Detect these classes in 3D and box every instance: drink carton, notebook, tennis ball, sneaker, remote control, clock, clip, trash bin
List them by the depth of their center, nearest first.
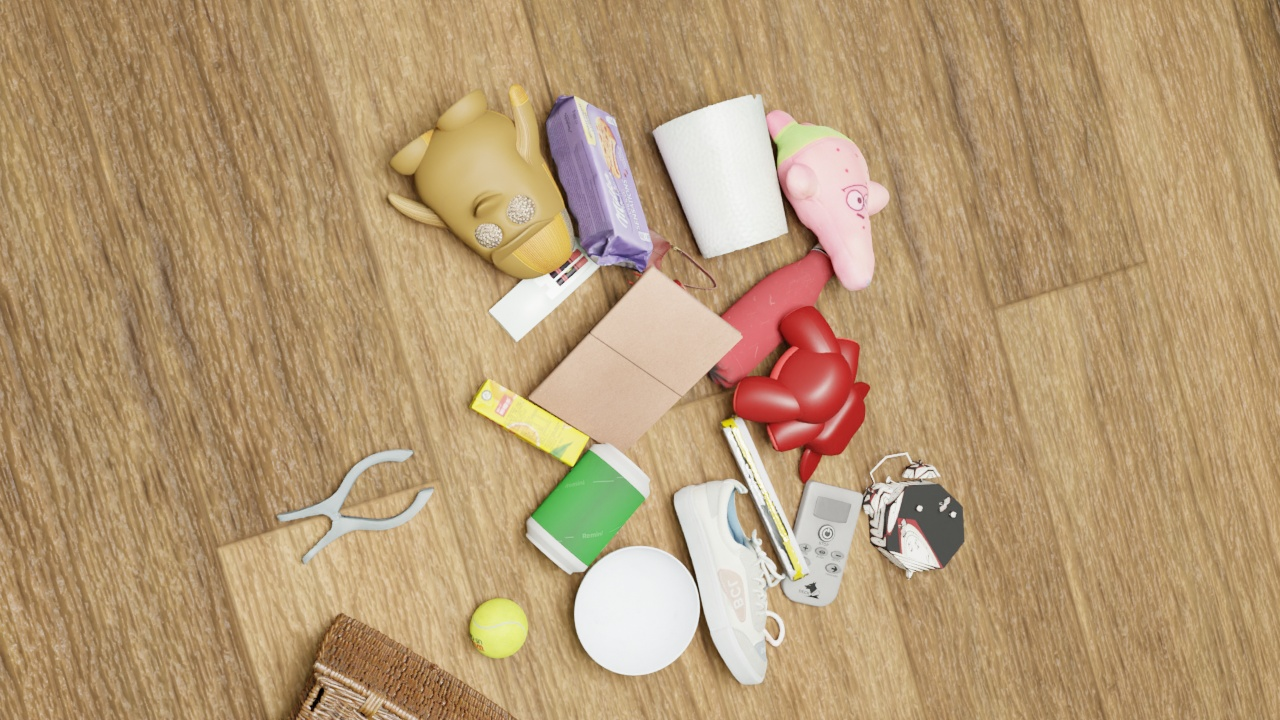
[{"bbox_3d":[-0.327,0.141,1.028,0.166,0.028,0.127,-25,92,-13],"label":"clip"},{"bbox_3d":[-0.006,0.006,1.038,0.141,0.008,0.209,35,111,-27],"label":"notebook"},{"bbox_3d":[-0.160,0.303,1.038,0.065,0.065,0.065,0,88,-12],"label":"tennis ball"},{"bbox_3d":[-0.129,0.070,1.056,0.134,0.059,0.043,31,80,-9],"label":"drink carton"},{"bbox_3d":[0.118,0.256,1.073,0.091,0.089,0.242,-19,84,15],"label":"sneaker"},{"bbox_3d":[-0.109,-0.087,1.082,0.143,0.024,0.049,-43,97,-10],"label":"remote control"},{"bbox_3d":[0.101,-0.213,1.083,0.133,0.133,0.161,-19,97,-12],"label":"trash bin"},{"bbox_3d":[0.224,0.230,1.141,0.074,0.019,0.151,15,90,-12],"label":"remote control"},{"bbox_3d":[0.342,0.190,1.151,0.114,0.065,0.154,-26,95,-12],"label":"clock"}]

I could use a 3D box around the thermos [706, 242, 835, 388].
[{"bbox_3d":[0.166,-0.067,1.117,0.239,0.073,0.073,-42,97,-16],"label":"thermos"}]

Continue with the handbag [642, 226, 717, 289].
[{"bbox_3d":[0.041,-0.115,1.117,0.119,0.029,0.055,26,85,-15],"label":"handbag"}]

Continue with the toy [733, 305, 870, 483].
[{"bbox_3d":[0.204,0.046,1.094,0.158,0.120,0.197,-56,143,-11],"label":"toy"}]

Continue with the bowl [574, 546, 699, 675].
[{"bbox_3d":[-0.011,0.282,1.067,0.144,0.074,0.144,0,88,-12],"label":"bowl"}]

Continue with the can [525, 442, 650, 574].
[{"bbox_3d":[-0.060,0.169,1.053,0.088,0.088,0.139,43,80,-8],"label":"can"}]

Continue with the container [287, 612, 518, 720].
[{"bbox_3d":[-0.274,0.423,0.967,0.250,0.162,0.183,35,86,-9],"label":"container"}]

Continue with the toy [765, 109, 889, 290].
[{"bbox_3d":[0.227,-0.194,1.093,0.191,0.097,0.236,-2,69,-45],"label":"toy"}]

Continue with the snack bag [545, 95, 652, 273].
[{"bbox_3d":[-0.049,-0.197,1.048,0.058,0.096,0.205,-21,76,25],"label":"snack bag"}]

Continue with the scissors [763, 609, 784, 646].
[{"bbox_3d":[0.135,0.303,1.129,0.096,0.012,0.133,-8,88,-9],"label":"scissors"}]

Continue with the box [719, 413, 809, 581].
[{"bbox_3d":[0.147,0.163,1.101,0.033,0.064,0.209,-24,86,1],"label":"box"}]

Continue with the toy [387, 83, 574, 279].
[{"bbox_3d":[-0.159,-0.177,1.012,0.199,0.162,0.203,-35,104,17],"label":"toy"}]

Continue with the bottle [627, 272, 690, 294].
[{"bbox_3d":[0.009,-0.045,1.071,0.111,0.099,0.099,-29,95,-5],"label":"bottle"}]
